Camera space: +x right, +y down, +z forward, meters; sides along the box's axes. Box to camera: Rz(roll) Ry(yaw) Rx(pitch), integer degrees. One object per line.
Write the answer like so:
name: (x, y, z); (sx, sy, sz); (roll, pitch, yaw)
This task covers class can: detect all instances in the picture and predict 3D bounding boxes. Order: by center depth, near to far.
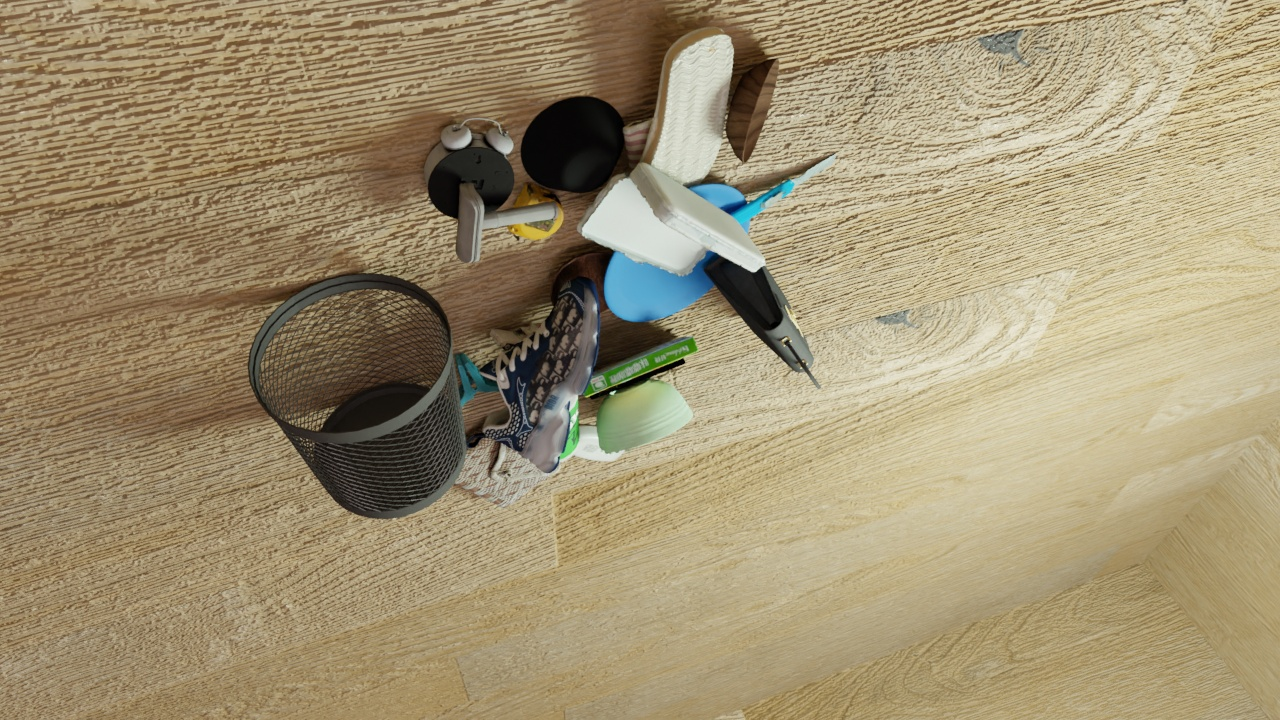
can: (-0.133, 0.082, 1.326); (0.087, 0.087, 0.140); (-15, 142, -14)

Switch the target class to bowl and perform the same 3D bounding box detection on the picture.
bowl: (-0.067, -0.226, 1.024); (0.124, 0.052, 0.124); (-16, 142, -13)
bowl: (0.122, -0.286, 1.039); (0.032, 0.119, 0.119); (20, 138, 9)
bowl: (-0.071, -0.103, 1.190); (0.102, 0.026, 0.114); (-14, 141, -14)
bowl: (-0.004, 0.073, 1.370); (0.151, 0.151, 0.077); (-22, 100, -5)

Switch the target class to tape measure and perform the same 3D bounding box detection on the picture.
tape measure: (-0.121, -0.170, 1.080); (0.058, 0.030, 0.068); (11, 131, -35)

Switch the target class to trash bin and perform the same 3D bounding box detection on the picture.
trash bin: (-0.317, 0.053, 1.092); (0.217, 0.217, 0.228); (-16, 146, -12)

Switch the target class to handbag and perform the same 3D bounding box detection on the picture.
handbag: (0.190, -0.040, 1.253); (0.072, 0.195, 0.175); (-35, 150, 9)
handbag: (-0.217, 0.164, 1.411); (0.124, 0.047, 0.186); (-34, 142, 12)

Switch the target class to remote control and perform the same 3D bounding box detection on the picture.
remote control: (-0.006, 0.024, 1.363); (0.150, 0.034, 0.013); (-21, 100, 2)
remote control: (-0.073, 0.133, 1.469); (0.114, 0.028, 0.060); (13, 129, -40)

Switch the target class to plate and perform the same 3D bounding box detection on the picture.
plate: (0.044, -0.142, 1.193); (0.224, 0.024, 0.225); (-26, 147, -18)

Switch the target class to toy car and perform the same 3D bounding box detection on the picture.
toy car: (-0.143, -0.030, 1.231); (0.113, 0.039, 0.039); (10, 110, -36)

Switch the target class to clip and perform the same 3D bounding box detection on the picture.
clip: (-0.237, 0.044, 1.277); (0.120, 0.033, 0.122); (-39, 141, 24)

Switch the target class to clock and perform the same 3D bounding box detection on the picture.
clock: (-0.184, -0.210, 0.993); (0.094, 0.035, 0.123); (-1, 136, -28)

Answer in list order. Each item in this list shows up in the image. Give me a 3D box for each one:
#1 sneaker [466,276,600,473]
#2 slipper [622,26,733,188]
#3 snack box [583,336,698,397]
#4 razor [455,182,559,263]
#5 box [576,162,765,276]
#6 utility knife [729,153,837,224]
sneaker: (-0.137, 0.012, 1.177); (0.132, 0.103, 0.270); (15, 111, -11)
slipper: (0.038, -0.268, 1.026); (0.115, 0.052, 0.263); (-24, 157, -20)
snack box: (-0.008, 0.008, 1.296); (0.168, 0.027, 0.132); (-22, -177, -4)
razor: (-0.145, -0.159, 1.015); (0.116, 0.047, 0.088); (-14, 143, -27)
box: (0.046, -0.138, 1.070); (0.210, 0.105, 0.129); (14, 127, -45)
utility knife: (0.165, -0.210, 1.187); (0.220, 0.015, 0.031); (-34, 152, -8)
